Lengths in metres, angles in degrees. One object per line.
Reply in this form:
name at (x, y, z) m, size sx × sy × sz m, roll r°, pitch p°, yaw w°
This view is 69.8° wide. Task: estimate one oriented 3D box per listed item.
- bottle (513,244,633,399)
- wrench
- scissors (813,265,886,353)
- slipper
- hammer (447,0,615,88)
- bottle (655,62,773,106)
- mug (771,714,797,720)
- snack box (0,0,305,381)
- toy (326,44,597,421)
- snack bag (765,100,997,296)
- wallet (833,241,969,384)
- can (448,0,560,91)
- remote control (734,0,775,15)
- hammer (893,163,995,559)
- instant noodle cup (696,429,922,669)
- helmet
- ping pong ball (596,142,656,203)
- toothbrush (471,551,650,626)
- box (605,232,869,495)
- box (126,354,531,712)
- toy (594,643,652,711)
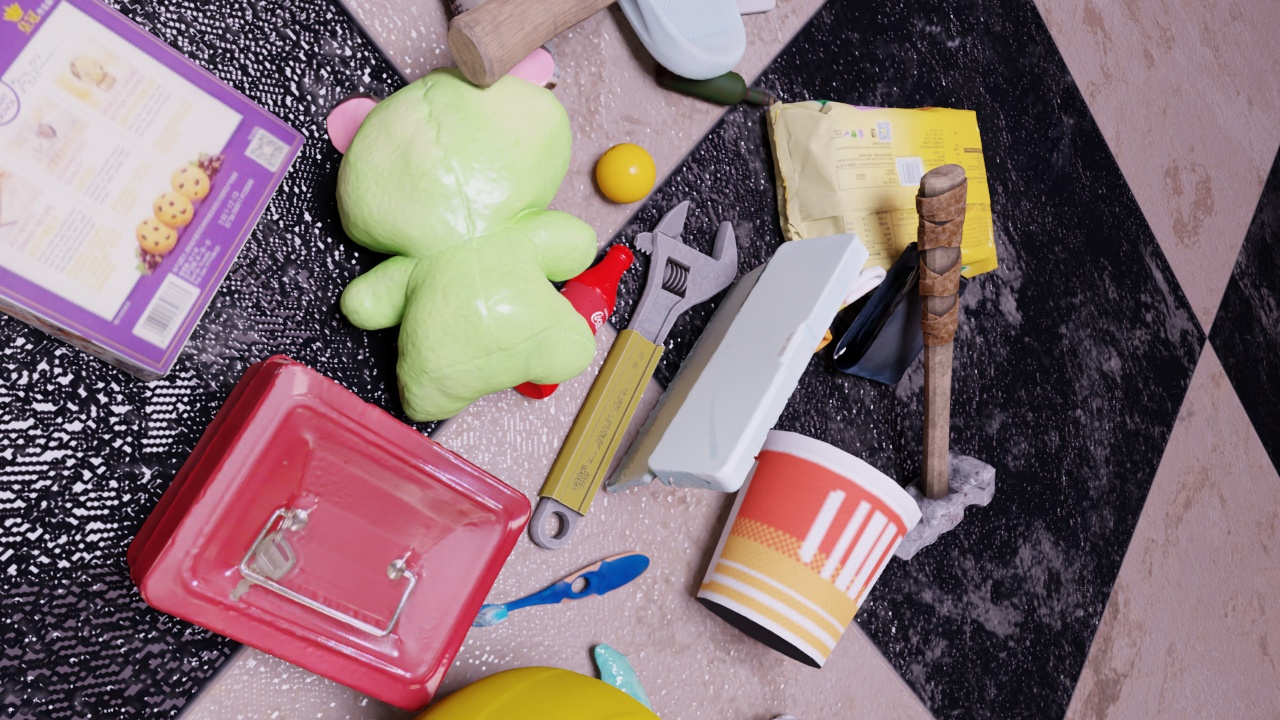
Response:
bottle at (-0.041, -0.029, 0.584) m, size 0.036 × 0.036 × 0.118 m, roll 47°, pitch 60°, yaw -22°
wrench at (-0.003, 0.004, 0.619) m, size 0.083 × 0.018 × 0.272 m, roll 37°, pitch 65°, yaw -27°
scissors at (0.133, -0.033, 0.674) m, size 0.011 × 0.128 × 0.125 m, roll 51°, pitch 13°, yaw 20°
slipper at (0.007, -0.310, 0.618) m, size 0.103 × 0.074 × 0.245 m, roll -32°, pitch 97°, yaw -36°
hammer at (-0.002, -0.251, 0.539) m, size 0.304 × 0.040 × 0.132 m, roll -47°, pitch 125°, yaw -33°
bottle at (0.059, -0.205, 0.683) m, size 0.106 × 0.025 × 0.025 m, roll 5°, pitch 82°, yaw -35°
mug at (0.107, 0.302, 0.632) m, size 0.090 × 0.091 × 0.121 m, roll 56°, pitch 23°, yaw -17°
snack box at (-0.259, -0.087, 0.429) m, size 0.148 × 0.041 × 0.143 m, roll 34°, pitch 66°, yaw -28°
toy at (-0.096, -0.072, 0.499) m, size 0.150 × 0.107 × 0.197 m, roll -16°, pitch 96°, yaw -5°
snack bag at (0.209, -0.137, 0.759) m, size 0.246 × 0.068 × 0.159 m, roll -11°, pitch 90°, yaw -37°
wallet at (0.211, -0.032, 0.732) m, size 0.089 × 0.026 × 0.115 m, roll 10°, pitch 118°, yaw -47°
can at (-0.092, -0.228, 0.559) m, size 0.054 × 0.054 × 0.135 m, roll -21°, pitch 97°, yaw -36°
remote control at (0.047, -0.281, 0.694) m, size 0.146 × 0.008 × 0.045 m, roll -22°, pitch 97°, yaw -36°
hammer at (0.227, 0.008, 0.702) m, size 0.121 × 0.049 × 0.319 m, roll -29°, pitch 125°, yaw -30°
instant noodle cup at (0.108, 0.133, 0.631) m, size 0.123 × 0.124 × 0.121 m, roll 40°, pitch 71°, yaw -26°
helmet at (-0.080, 0.243, 0.443) m, size 0.139 × 0.241 × 0.208 m, roll 49°, pitch 26°, yaw 17°
ping pong ball at (-0.010, -0.125, 0.615) m, size 0.040 × 0.040 × 0.040 m, roll 5°, pitch 82°, yaw -36°
toothbrush at (-0.045, 0.143, 0.575) m, size 0.134 × 0.017 × 0.021 m, roll -10°, pitch 94°, yaw -36°
box at (0.057, 0.001, 0.591) m, size 0.041 × 0.135 × 0.196 m, roll 48°, pitch 60°, yaw -24°
box at (-0.154, 0.086, 0.464) m, size 0.157 × 0.093 × 0.129 m, roll 39°, pitch 66°, yaw -30°
toy at (-0.032, 0.237, 0.566) m, size 0.105 × 0.033 × 0.085 m, roll -41°, pitch 99°, yaw -30°
